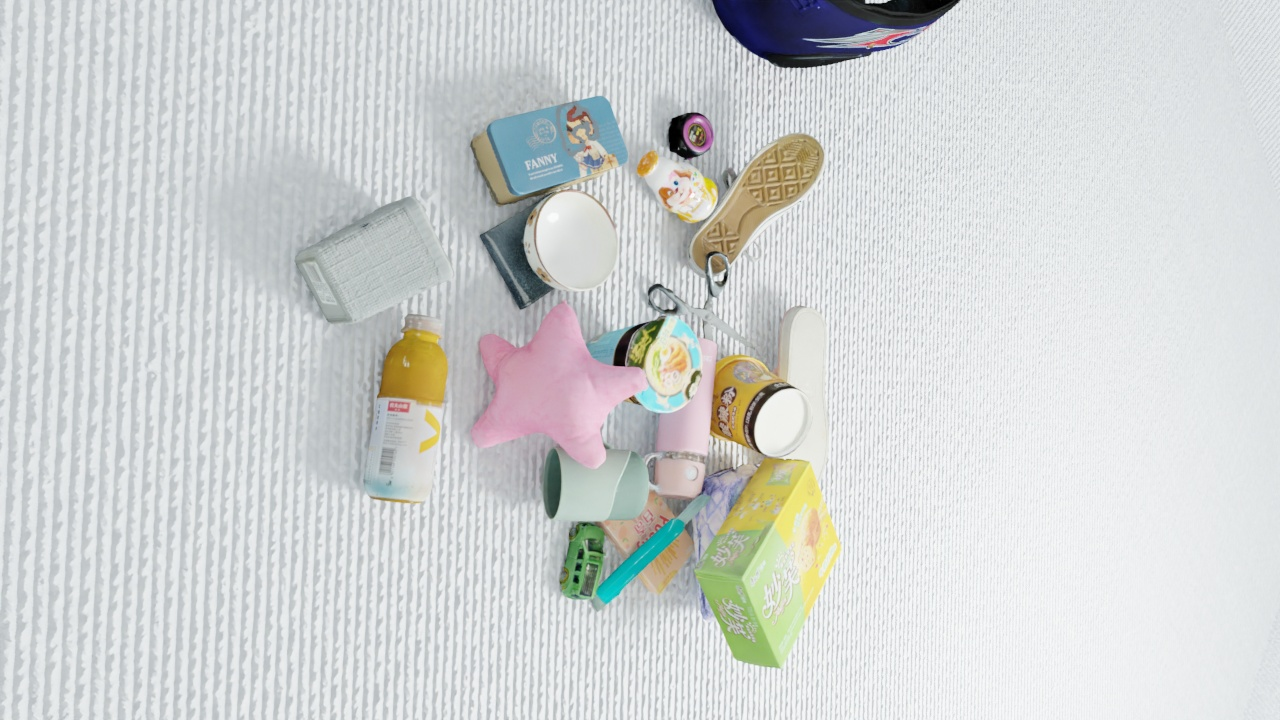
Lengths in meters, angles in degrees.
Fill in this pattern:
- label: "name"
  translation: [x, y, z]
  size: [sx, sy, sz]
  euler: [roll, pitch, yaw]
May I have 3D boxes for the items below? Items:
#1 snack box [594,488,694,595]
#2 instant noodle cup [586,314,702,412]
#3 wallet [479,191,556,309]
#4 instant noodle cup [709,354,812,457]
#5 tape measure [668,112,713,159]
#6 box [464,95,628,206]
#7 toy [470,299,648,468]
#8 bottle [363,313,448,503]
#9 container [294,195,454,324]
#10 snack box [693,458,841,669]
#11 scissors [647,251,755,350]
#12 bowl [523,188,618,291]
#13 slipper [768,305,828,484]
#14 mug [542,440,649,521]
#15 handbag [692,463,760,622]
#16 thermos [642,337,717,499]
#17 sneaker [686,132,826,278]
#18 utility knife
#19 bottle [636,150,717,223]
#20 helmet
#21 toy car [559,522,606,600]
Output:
- label: "snack box"
  translation: [0.002, 0.208, 1.142]
  size: [0.084, 0.026, 0.157]
  euler: [-48, 117, -28]
- label: "instant noodle cup"
  translation: [-0.006, 0.006, 1.077]
  size: [0.111, 0.121, 0.111]
  euler: [1, 88, -37]
- label: "wallet"
  translation: [-0.117, -0.129, 1.057]
  size: [0.120, 0.019, 0.097]
  euler: [-39, 111, -33]
- label: "instant noodle cup"
  translation: [0.150, 0.064, 1.185]
  size: [0.118, 0.114, 0.118]
  euler: [-11, 112, -29]
- label: "tape measure"
  translation: [0.063, -0.290, 1.186]
  size: [0.057, 0.039, 0.057]
  euler: [3, 88, -33]
- label: "box"
  translation: [-0.106, -0.235, 1.033]
  size: [0.183, 0.064, 0.090]
  euler: [-28, 99, -37]
- label: "toy"
  translation: [-0.087, 0.022, 0.997]
  size: [0.074, 0.195, 0.178]
  euler: [29, 69, -77]
- label: "bottle"
  translation: [-0.234, 0.048, 0.932]
  size: [0.068, 0.068, 0.189]
  euler: [12, 82, -37]
- label: "container"
  translation: [-0.263, -0.094, 0.899]
  size: [0.114, 0.090, 0.090]
  euler: [-34, 110, -30]
- label: "snack box"
  translation: [0.164, 0.245, 1.132]
  size: [0.209, 0.070, 0.158]
  euler: [-49, 126, -41]
- label: "scissors"
  translation: [0.083, -0.059, 1.185]
  size: [0.159, 0.014, 0.181]
  euler: [2, 116, -13]
- label: "bowl"
  translation: [-0.086, -0.131, 1.031]
  size: [0.113, 0.062, 0.113]
  euler: [3, 85, -38]
- label: "slipper"
  translation: [0.216, 0.059, 1.293]
  size: [0.114, 0.054, 0.274]
  euler: [-1, 93, -38]
- label: "mug"
  translation: [-0.053, 0.132, 1.057]
  size: [0.106, 0.082, 0.111]
  euler: [3, 44, -20]
- label: "handbag"
  translation: [0.123, 0.238, 1.200]
  size: [0.134, 0.076, 0.194]
  euler: [-6, 94, -54]
- label: "thermos"
  translation: [0.046, 0.071, 1.142]
  size: [0.087, 0.067, 0.198]
  euler: [14, 76, -24]
- label: "sneaker"
  translation: [0.146, -0.203, 1.221]
  size: [0.118, 0.088, 0.241]
  euler: [42, 85, -5]
- label: "utility knife"
  translation: [0.012, 0.230, 1.112]
  size: [0.196, 0.013, 0.029]
  euler: [-43, 113, -1]
- label: "bottle"
  translation: [0.045, -0.221, 1.156]
  size: [0.108, 0.063, 0.063]
  euler: [30, 72, -34]
- label: "helmet"
  translation: [0.237, -0.502, 1.188]
  size: [0.314, 0.241, 0.247]
  euler: [-5, 93, -28]
- label: "toy car"
  translation: [-0.065, 0.238, 1.085]
  size: [0.043, 0.036, 0.091]
  euler: [17, 75, -35]
